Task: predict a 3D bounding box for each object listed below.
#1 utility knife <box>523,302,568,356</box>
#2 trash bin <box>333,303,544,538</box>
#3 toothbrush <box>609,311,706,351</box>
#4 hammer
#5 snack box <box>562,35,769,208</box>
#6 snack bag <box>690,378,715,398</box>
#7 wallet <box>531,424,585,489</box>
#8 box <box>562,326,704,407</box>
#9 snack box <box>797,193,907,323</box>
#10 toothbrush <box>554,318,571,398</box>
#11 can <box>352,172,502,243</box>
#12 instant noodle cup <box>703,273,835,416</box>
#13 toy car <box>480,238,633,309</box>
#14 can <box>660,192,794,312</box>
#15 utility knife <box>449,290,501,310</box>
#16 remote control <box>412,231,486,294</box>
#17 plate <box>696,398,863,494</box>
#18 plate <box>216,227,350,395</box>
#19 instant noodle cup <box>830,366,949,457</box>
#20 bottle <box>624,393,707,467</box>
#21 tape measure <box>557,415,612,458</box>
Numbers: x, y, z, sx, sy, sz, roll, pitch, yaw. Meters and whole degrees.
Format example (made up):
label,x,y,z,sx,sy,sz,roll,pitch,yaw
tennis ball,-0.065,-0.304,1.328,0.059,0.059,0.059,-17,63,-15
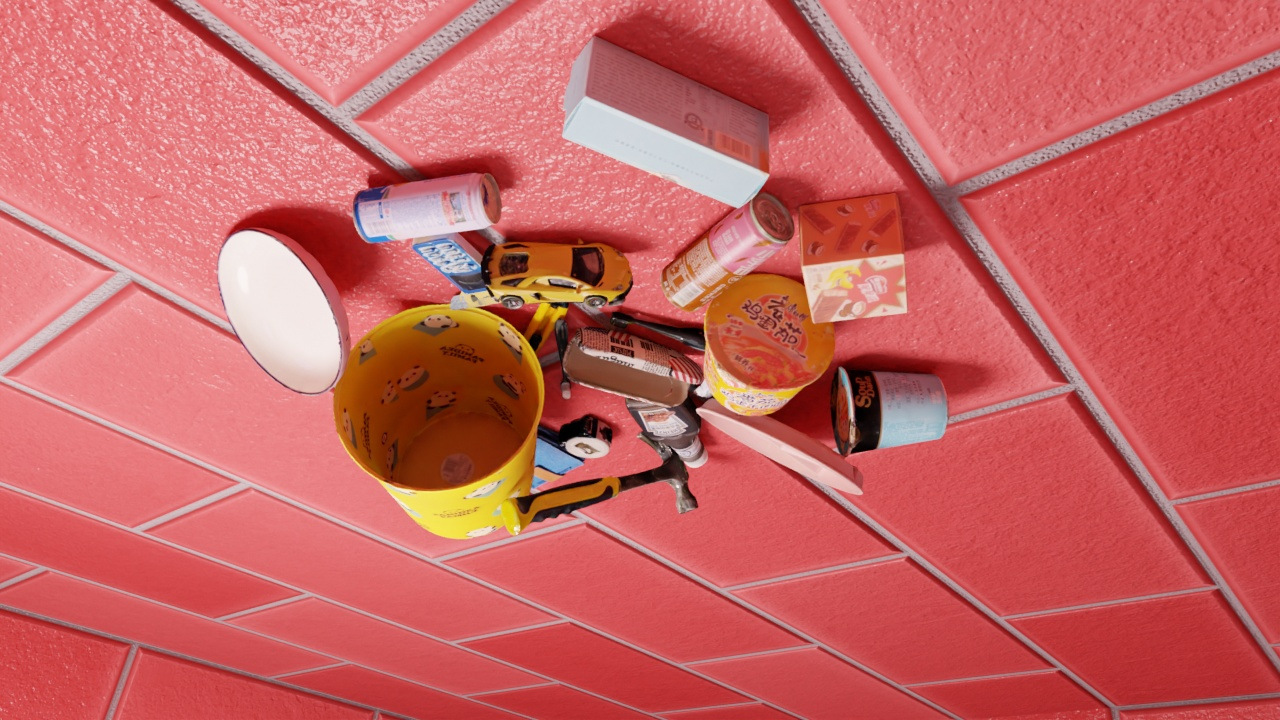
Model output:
label,x,y,z,sx,sy,sz,roll,pitch,yaw
utility knife,-0.127,-0.021,1.102,0.033,0.015,0.210,15,145,-16
trash bin,-0.226,0.093,1.118,0.229,0.229,0.256,5,153,-1
toothbrush,0.066,-0.024,1.066,0.212,0.026,0.027,14,138,-13
hammer,-0.049,0.165,1.189,0.322,0.126,0.032,-7,162,-48
snack box,0.024,-0.196,0.764,0.174,0.074,0.052,18,144,-20
snack bag,0.097,0.024,1.135,0.045,0.026,0.106,4,149,-14
wallet,-0.157,0.142,1.339,0.106,0.040,0.133,32,139,-29
box,-0.004,0.004,1.075,0.162,0.076,0.088,17,168,-16
snack box,0.207,-0.097,0.890,0.094,0.076,0.093,-6,145,15
toothbrush,-0.094,-0.001,1.119,0.015,0.018,0.181,-3,150,-4
can,-0.205,-0.147,0.885,0.135,0.053,0.053,-5,146,14
instant noodle cup,0.129,-0.009,0.995,0.138,0.137,0.110,6,155,-3
toy car,-0.085,-0.091,0.942,0.156,0.071,0.041,2,151,0
can,0.083,-0.105,0.912,0.058,0.057,0.148,24,142,-27
utility knife,-0.140,-0.077,1.023,0.168,0.018,0.031,-5,124,21
remote control,-0.188,-0.103,0.962,0.049,0.024,0.125,-7,157,16
plate,0.177,0.105,1.151,0.229,0.028,0.229,27,174,3
plate,-0.378,-0.055,0.992,0.193,0.038,0.193,17,124,27
instant noodle cup,0.300,0.060,1.105,0.120,0.111,0.111,-2,147,-1
bottle,0.044,0.086,1.223,0.080,0.044,0.195,-8,146,20
tape measure,-0.073,0.109,1.280,0.066,0.033,0.066,30,141,-33
